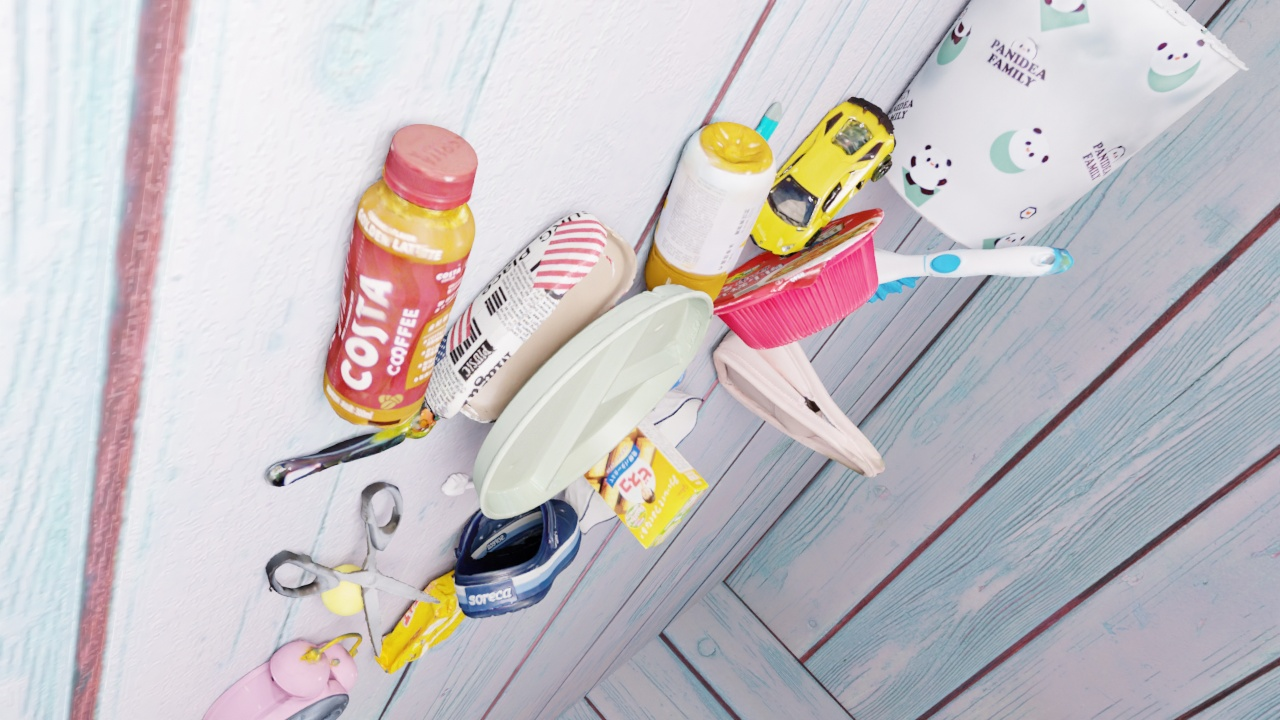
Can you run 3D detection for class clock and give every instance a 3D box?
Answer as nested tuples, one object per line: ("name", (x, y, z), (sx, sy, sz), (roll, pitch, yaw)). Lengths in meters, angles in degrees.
("clock", (-0.308, 0.297, 0.804), (0.158, 0.060, 0.117), (-42, 161, -5))

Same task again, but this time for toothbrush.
("toothbrush", (-0.127, 0.107, 0.856), (0.016, 0.016, 0.180), (-56, 160, 13))

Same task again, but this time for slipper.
("slipper", (-0.125, 0.174, 0.890), (0.105, 0.095, 0.252), (-8, -176, 6))

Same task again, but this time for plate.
("plate", (-0.035, 0.029, 0.682), (0.229, 0.027, 0.230), (-40, 163, -16))
("plate", (-0.012, 0.110, 1.055), (0.204, 0.045, 0.205), (-44, 164, -17))

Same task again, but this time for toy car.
("toy car", (0.157, -0.158, 0.806), (0.156, 0.071, 0.041), (-46, 164, 7))

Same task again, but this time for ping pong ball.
("ping pong ball", (-0.237, 0.185, 0.740), (0.040, 0.040, 0.040), (-40, 162, -16))

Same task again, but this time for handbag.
("handbag", (0.195, 0.054, 1.090), (0.093, 0.234, 0.193), (-43, 162, -2))

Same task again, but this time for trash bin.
("trash bin", (0.367, -0.248, 0.858), (0.228, 0.229, 0.253), (-22, 158, -51))

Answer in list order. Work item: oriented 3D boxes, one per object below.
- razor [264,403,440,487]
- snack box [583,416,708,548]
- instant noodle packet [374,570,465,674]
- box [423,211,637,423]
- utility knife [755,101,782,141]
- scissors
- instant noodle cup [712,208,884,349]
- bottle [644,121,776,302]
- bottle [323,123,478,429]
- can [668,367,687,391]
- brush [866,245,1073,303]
("razor", (-0.180, 0.053, 0.606), (0.142, 0.022, 0.043), (-25, 152, -46))
("snack box", (-0.008, 0.106, 0.911), (0.087, 0.140, 0.033), (-53, 159, 25))
("instant noodle packet", (-0.213, 0.263, 0.962), (0.129, 0.044, 0.110), (-49, 169, 24))
("box", (-0.073, -0.023, 0.588), (0.162, 0.076, 0.087), (-44, -169, 9))
("utility knife", (0.053, -0.118, 0.760), (0.223, 0.013, 0.029), (-56, 161, 25))
("scissors", (-0.213, 0.169, 0.711), (0.159, 0.014, 0.181), (-4, 118, -43))
("instant noodle cup", (0.146, -0.067, 0.848), (0.194, 0.066, 0.193), (-27, -170, 5))
("bottle", (0.045, -0.093, 0.705), (0.067, 0.068, 0.190), (-33, 159, -33))
("bottle", (-0.123, -0.038, 0.471), (0.057, 0.057, 0.175), (-28, 155, -43))
("can", (-0.005, 0.005, 0.835), (0.053, 0.053, 0.134), (-50, 162, 16))
("brush", (0.259, -0.089, 0.899), (0.109, 0.315, 0.060), (11, 85, -57))
